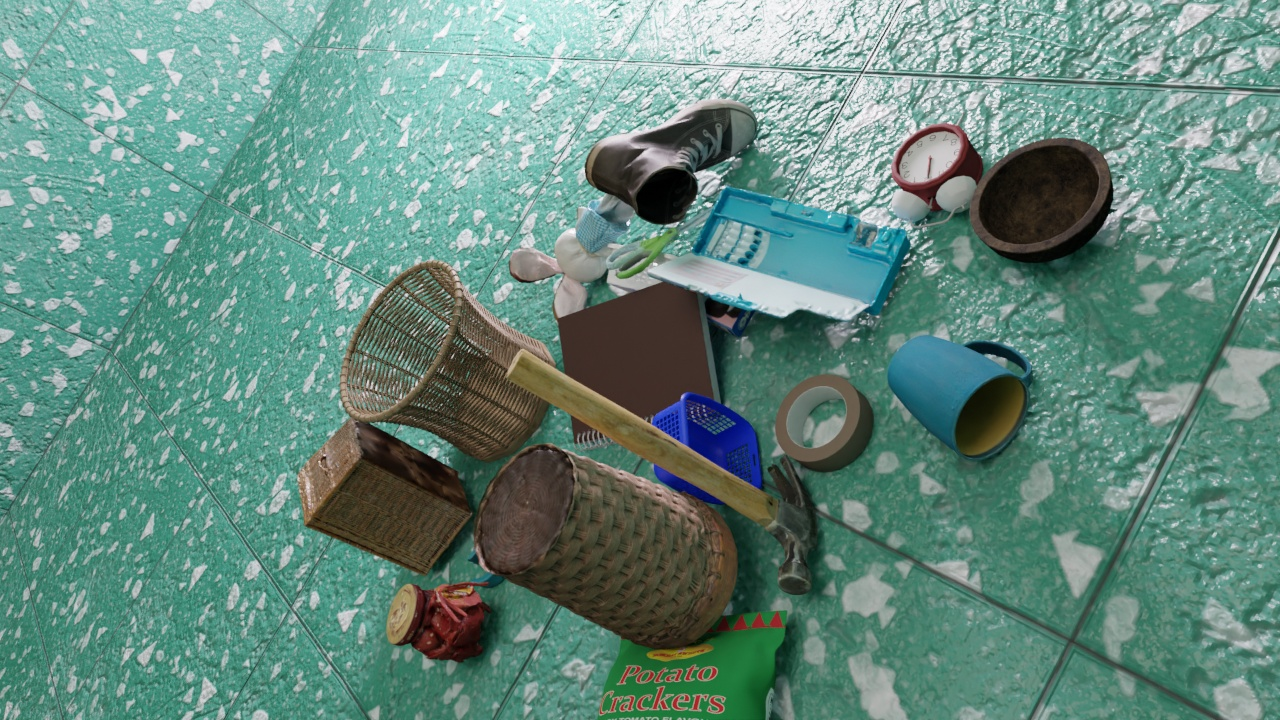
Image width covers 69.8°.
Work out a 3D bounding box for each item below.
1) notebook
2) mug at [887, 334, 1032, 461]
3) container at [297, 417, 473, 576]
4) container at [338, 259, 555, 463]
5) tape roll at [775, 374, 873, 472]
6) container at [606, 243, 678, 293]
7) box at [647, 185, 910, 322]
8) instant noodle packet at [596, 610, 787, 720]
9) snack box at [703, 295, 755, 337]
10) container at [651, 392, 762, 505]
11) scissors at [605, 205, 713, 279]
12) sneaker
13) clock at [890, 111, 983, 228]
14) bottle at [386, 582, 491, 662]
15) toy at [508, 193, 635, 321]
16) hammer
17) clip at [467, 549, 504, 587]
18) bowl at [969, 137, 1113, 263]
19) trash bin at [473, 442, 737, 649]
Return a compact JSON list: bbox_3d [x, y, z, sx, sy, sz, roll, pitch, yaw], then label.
[{"bbox_3d":[-0.006,0.006,1.085,0.210,0.022,0.171,-16,77,36],"label":"notebook"},{"bbox_3d":[0.287,0.019,0.815,0.112,0.084,0.104,-28,35,-11],"label":"mug"},{"bbox_3d":[-0.328,0.175,1.188,0.113,0.198,0.113,-49,34,8],"label":"container"},{"bbox_3d":[-0.248,0.013,1.218,0.227,0.196,0.226,-23,51,31],"label":"container"},{"bbox_3d":[0.182,0.062,0.912,0.094,0.030,0.093,-23,51,31],"label":"tape roll"},{"bbox_3d":[0.017,-0.103,1.140,0.129,0.080,0.049,18,89,47],"label":"container"},{"bbox_3d":[0.147,-0.097,0.980,0.227,0.074,0.180,21,57,33],"label":"box"},{"bbox_3d":[0.030,0.348,0.820,0.196,0.090,0.252,-17,42,36],"label":"instant noodle packet"},{"bbox_3d":[0.113,-0.112,1.068,0.088,0.033,0.154,28,85,31],"label":"snack box"},{"bbox_3d":[0.064,0.095,0.940,0.058,0.114,0.096,-32,46,36],"label":"container"},{"bbox_3d":[0.040,-0.147,1.087,0.175,0.033,0.072,-34,31,-4],"label":"scissors"},{"bbox_3d":[0.062,-0.245,1.124,0.234,0.095,0.120,-20,44,-23],"label":"sneaker"},{"bbox_3d":[0.305,-0.192,0.949,0.087,0.044,0.124,-8,59,40],"label":"clock"},{"bbox_3d":[-0.230,0.305,1.081,0.099,0.111,0.098,-34,42,38],"label":"bottle"},{"bbox_3d":[-0.070,-0.163,1.231,0.206,0.131,0.105,-48,-1,30],"label":"toy"},{"bbox_3d":[0.027,0.084,0.834,0.033,0.330,0.131,-45,19,41],"label":"hammer"},{"bbox_3d":[-0.166,0.224,1.137,0.127,0.028,0.113,-42,41,14],"label":"clip"},{"bbox_3d":[0.373,-0.137,0.842,0.121,0.056,0.121,-23,51,31],"label":"bowl"},{"bbox_3d":[-0.031,0.163,0.837,0.152,0.210,0.151,-25,47,30],"label":"trash bin"}]
